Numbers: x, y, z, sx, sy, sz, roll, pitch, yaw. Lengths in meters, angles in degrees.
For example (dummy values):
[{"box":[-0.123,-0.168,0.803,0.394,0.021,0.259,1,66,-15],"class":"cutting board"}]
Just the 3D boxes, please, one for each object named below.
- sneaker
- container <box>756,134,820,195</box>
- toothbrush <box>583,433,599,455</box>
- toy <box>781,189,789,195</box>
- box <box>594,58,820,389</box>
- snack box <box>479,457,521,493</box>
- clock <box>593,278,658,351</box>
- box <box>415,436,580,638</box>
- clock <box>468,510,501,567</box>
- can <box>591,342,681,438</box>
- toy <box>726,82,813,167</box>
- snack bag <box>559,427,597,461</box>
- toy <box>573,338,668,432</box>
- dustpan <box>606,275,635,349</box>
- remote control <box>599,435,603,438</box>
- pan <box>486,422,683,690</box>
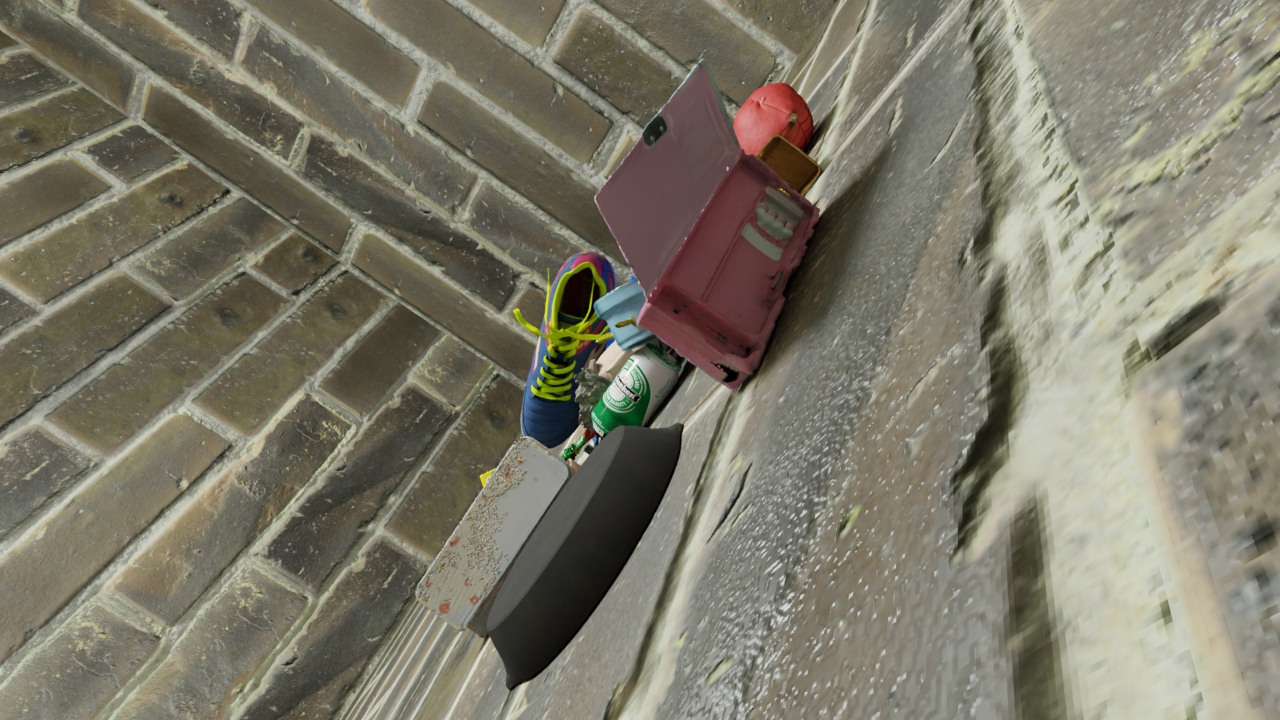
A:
[{"box":[-0.093,-0.008,1.051,0.091,0.116,0.242,-85,10,-81],"class":"sneaker"},{"box":[0.137,-0.181,0.969,0.114,0.063,0.061,-52,-1,28],"class":"container"},{"box":[-0.056,0.095,1.194,0.021,0.016,0.132,-51,7,18],"class":"toothbrush"},{"box":[0.116,-0.118,0.862,0.095,0.041,0.094,-61,3,-20],"class":"toy"},{"box":[0.050,-0.106,0.697,0.059,0.179,0.232,-27,22,40],"class":"box"},{"box":[-0.137,0.144,1.125,0.075,0.025,0.152,-26,-16,2],"class":"snack box"},{"box":[0.031,-0.062,0.917,0.162,0.060,0.118,-22,-3,-15],"class":"clock"},{"box":[-0.141,0.199,1.026,0.216,0.094,0.107,-56,-22,-1],"class":"box"},{"box":[-0.157,0.205,1.089,0.122,0.042,0.087,-34,-41,-43],"class":"clock"},{"box":[-0.005,0.035,0.919,0.101,0.053,0.053,-54,6,14],"class":"can"},{"box":[0.159,-0.280,1.204,0.147,0.099,0.216,-64,2,-11],"class":"toy"},{"box":[-0.052,0.068,1.116,0.155,0.044,0.087,-51,3,8],"class":"snack bag"},{"box":[-0.006,0.006,1.006,0.176,0.076,0.133,-56,-11,-5],"class":"toy"},{"box":[0.056,-0.158,1.101,0.256,0.059,0.246,-47,-6,-43],"class":"dustpan"},{"box":[-0.023,0.054,1.180,0.039,0.010,0.124,-50,7,41],"class":"remote control"},{"box":[-0.063,0.147,0.797,0.248,0.043,0.356,-56,6,-9],"class":"pan"}]
